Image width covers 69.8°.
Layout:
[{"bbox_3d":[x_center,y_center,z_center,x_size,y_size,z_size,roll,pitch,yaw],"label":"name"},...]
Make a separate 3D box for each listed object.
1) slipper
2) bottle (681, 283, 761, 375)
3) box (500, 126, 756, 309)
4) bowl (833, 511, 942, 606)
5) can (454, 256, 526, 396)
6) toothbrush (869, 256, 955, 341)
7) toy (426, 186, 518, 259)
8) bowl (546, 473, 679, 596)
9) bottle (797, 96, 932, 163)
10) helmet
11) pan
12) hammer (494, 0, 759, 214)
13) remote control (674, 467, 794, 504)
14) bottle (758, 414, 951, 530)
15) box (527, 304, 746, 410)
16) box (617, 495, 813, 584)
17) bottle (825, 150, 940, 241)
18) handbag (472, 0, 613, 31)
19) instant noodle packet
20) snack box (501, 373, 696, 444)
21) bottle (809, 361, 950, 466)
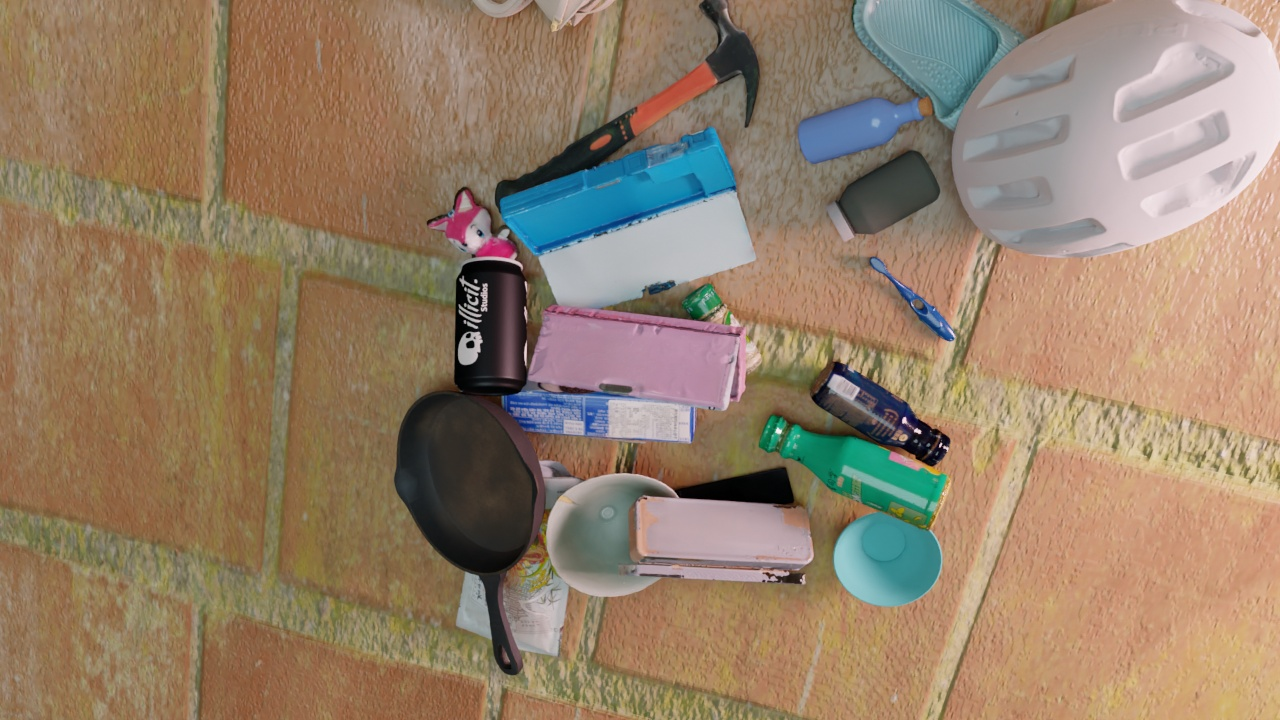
[{"bbox_3d":[0.328,-0.287,0.909,0.276,0.069,0.116,39,105,-2],"label":"slipper"},{"bbox_3d":[0.093,-0.033,1.036,0.043,0.042,0.110,-35,98,17],"label":"bottle"},{"bbox_3d":[-0.010,-0.154,1.018,0.244,0.063,0.174,-16,132,14],"label":"box"},{"bbox_3d":[0.287,0.223,1.075,0.121,0.046,0.121,3,107,9],"label":"bowl"},{"bbox_3d":[-0.168,-0.037,1.034,0.080,0.080,0.146,-3,79,10],"label":"can"},{"bbox_3d":[0.298,-0.068,1.006,0.132,0.016,0.021,43,109,-7],"label":"toothbrush"},{"bbox_3d":[-0.189,-0.144,1.050,0.102,0.050,0.065,42,104,-9],"label":"toy"},{"bbox_3d":[-0.033,0.194,1.105,0.174,0.068,0.174,-4,113,-11],"label":"bowl"},{"bbox_3d":[0.228,-0.238,0.926,0.131,0.047,0.048,-10,105,35],"label":"bottle"},{"bbox_3d":[0.439,-0.212,0.859,0.283,0.183,0.224,-15,106,21],"label":"helmet"},{"bbox_3d":[-0.185,0.204,1.103,0.249,0.043,0.356,-7,99,38],"label":"pan"},{"bbox_3d":[-0.023,-0.249,1.000,0.334,0.033,0.133,-28,101,17],"label":"hammer"},{"bbox_3d":[0.111,0.164,1.102,0.141,0.021,0.045,-13,102,14],"label":"remote control"},{"bbox_3d":[0.236,0.119,1.032,0.210,0.068,0.068,23,109,16],"label":"bottle"},{"bbox_3d":[-0.007,0.005,1.009,0.233,0.098,0.099,9,125,16],"label":"box"},{"bbox_3d":[0.088,0.210,1.068,0.216,0.095,0.107,6,87,-13],"label":"box"},{"bbox_3d":[0.252,-0.169,0.959,0.109,0.060,0.060,-29,100,16],"label":"bottle"},{"bbox_3d":[-0.104,-0.431,0.934,0.194,0.101,0.198,47,120,-6],"label":"handbag"},{"bbox_3d":[-0.153,0.248,1.154,0.147,0.057,0.269,16,110,12],"label":"instant noodle packet"},{"bbox_3d":[-0.048,0.055,1.077,0.226,0.059,0.059,4,109,10],"label":"snack box"},{"bbox_3d":[0.269,0.062,1.026,0.161,0.056,0.056,32,109,0],"label":"bottle"}]
